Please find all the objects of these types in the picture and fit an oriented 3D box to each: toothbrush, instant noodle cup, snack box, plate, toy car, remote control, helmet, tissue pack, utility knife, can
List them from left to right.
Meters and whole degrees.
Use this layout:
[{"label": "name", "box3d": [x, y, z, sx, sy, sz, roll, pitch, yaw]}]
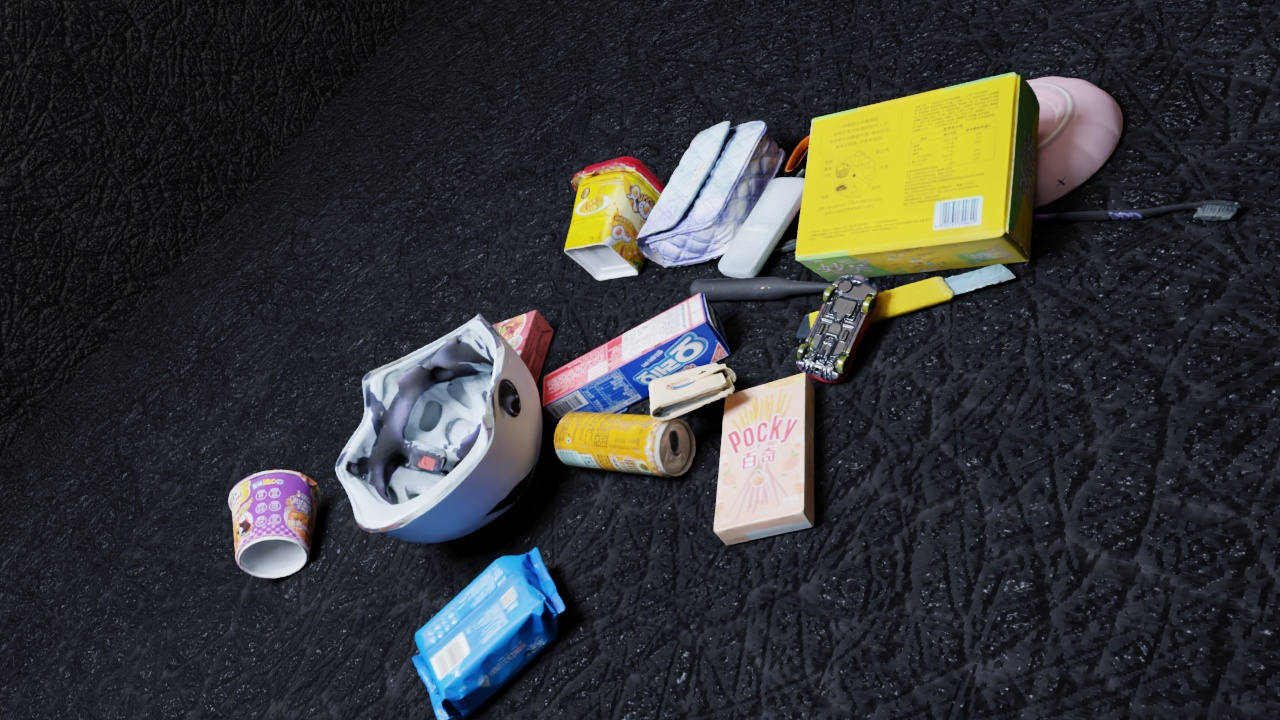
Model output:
[{"label": "instant noodle cup", "box3d": [-0.457, 0.208, 1.144, 0.112, 0.111, 0.099, -32, 42, 11]}, {"label": "helmet", "box3d": [-0.196, 0.092, 0.989, 0.229, 0.146, 0.258, -29, 44, 19]}, {"label": "tissue pack", "box3d": [-0.137, 0.249, 0.841, 0.157, 0.052, 0.095, -42, 37, -3]}, {"label": "snack box", "box3d": [-0.182, 0.005, 1.159, 0.127, 0.044, 0.113, -18, 40, 29]}, {"label": "instant noodle cup", "box3d": [-0.033, -0.177, 1.173, 0.116, 0.116, 0.123, -3, 60, 41]}, {"label": "can", "box3d": [-0.018, 0.082, 0.910, 0.146, 0.058, 0.058, 0, 51, 43]}, {"label": "snack box", "box3d": [-0.006, 0.006, 0.985, 0.208, 0.057, 0.058, -28, 34, 17]}, {"label": "remote control", "box3d": [0.139, -0.149, 1.026, 0.056, 0.020, 0.135, 16, 69, 50]}, {"label": "snack box", "box3d": [0.112, 0.085, 0.814, 0.085, 0.026, 0.156, -19, 40, 27]}, {"label": "toothbrush", "box3d": [0.142, -0.076, 0.966, 0.213, 0.027, 0.026, 2, 97, 43]}, {"label": "toothbrush", "box3d": [0.212, -0.139, 0.979, 0.181, 0.018, 0.015, -14, 45, 34]}, {"label": "toy car", "box3d": [0.186, -0.030, 0.853, 0.049, 0.031, 0.106, 18, 80, 34]}, {"label": "utility knife", "box3d": [0.241, -0.052, 0.853, 0.207, 0.015, 0.033, -16, 62, 30]}, {"label": "snack box", "box3d": [0.259, -0.167, 0.870, 0.210, 0.070, 0.157, -3, 73, 42]}, {"label": "plate", "box3d": [0.364, -0.218, 0.902, 0.193, 0.039, 0.192, -25, 37, 21]}, {"label": "toothbrush", "box3d": [0.403, -0.122, 0.784, 0.189, 0.014, 0.016, 4, 66, 46]}]

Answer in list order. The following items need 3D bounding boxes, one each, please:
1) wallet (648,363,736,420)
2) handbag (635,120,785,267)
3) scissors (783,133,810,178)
[{"label": "wallet", "box3d": [0.050, 0.025, 0.895, 0.087, 0.024, 0.115, -17, 9, 3]}, {"label": "handbag", "box3d": [0.086, -0.208, 1.118, 0.134, 0.075, 0.193, -7, 45, 45]}, {"label": "scissors", "box3d": [0.169, -0.191, 1.079, 0.234, 0.021, 0.162, -42, 28, 8]}]
